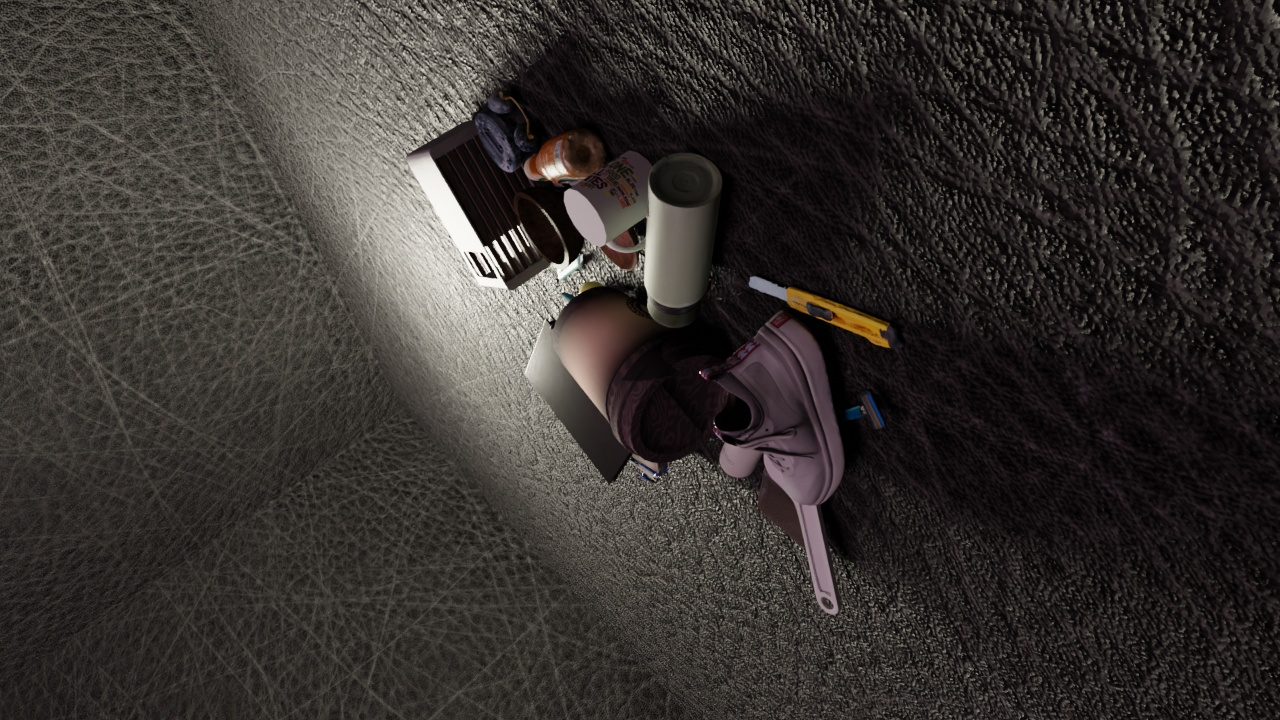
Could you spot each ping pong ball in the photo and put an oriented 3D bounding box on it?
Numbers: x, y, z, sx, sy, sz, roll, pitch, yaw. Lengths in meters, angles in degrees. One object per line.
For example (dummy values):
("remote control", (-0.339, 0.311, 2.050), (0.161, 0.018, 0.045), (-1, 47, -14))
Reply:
("ping pong ball", (-0.071, -0.097, 1.348), (0.040, 0.040, 0.040), (44, 158, 23))

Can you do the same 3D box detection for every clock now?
("clock", (-0.174, -0.305, 1.220), (0.090, 0.052, 0.130), (54, 160, -1))

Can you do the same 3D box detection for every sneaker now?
("sneaker", (0.146, 0.078, 1.016), (0.096, 0.128, 0.263), (52, 164, 53))

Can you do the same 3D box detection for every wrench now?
("wrench", (0.219, 0.221, 1.210), (0.087, 0.018, 0.273), (13, 127, 47))

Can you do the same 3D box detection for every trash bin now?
("trash bin", (-0.226, -0.231, 1.358), (0.115, 0.114, 0.229), (14, 137, 59))

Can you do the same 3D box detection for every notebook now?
("notebook", (-0.089, 0.061, 1.399), (0.231, 0.019, 0.170), (51, 146, 15))

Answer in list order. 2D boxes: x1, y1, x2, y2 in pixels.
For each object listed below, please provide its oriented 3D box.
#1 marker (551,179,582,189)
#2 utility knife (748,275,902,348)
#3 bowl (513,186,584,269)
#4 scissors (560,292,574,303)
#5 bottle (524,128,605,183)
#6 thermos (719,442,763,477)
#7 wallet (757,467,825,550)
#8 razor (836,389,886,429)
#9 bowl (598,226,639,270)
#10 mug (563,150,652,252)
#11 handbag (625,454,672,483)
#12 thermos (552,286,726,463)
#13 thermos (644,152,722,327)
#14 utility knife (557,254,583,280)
("marker", (-0.078, -0.233, 1.183), (0.141, 0.016, 0.016), (14, 136, 59))
("utility knife", (0.181, -0.053, 0.930), (0.207, 0.018, 0.030), (32, 142, 49))
("bowl", (-0.116, -0.192, 1.270), (0.121, 0.056, 0.121), (44, 157, 23))
("scissors", (-0.081, -0.072, 1.440), (0.148, 0.019, 0.132), (53, 160, 3))
("bottle", (-0.102, -0.249, 1.146), (0.059, 0.059, 0.167), (60, 158, -18))
("thermos", (0.143, 0.087, 1.172), (0.052, 0.052, 0.225), (46, 158, 18))
("wallet", (0.206, 0.204, 1.262), (0.099, 0.031, 0.120), (40, 153, 27))
("razor", (0.227, 0.059, 0.998), (0.042, 0.022, 0.144), (66, 165, 4))
("bowl", (-0.033, -0.170, 1.172), (0.114, 0.026, 0.102), (53, 159, 3))
("mug", (-0.023, -0.173, 1.056), (0.073, 0.089, 0.105), (14, 137, 59))
("handbag", (-0.027, 0.099, 1.430), (0.201, 0.093, 0.200), (36, 167, 22))
("thermos", (-0.007, 0.007, 1.221), (0.226, 0.172, 0.173), (42, 158, 43))
("thermos", (0.047, -0.122, 1.019), (0.082, 0.082, 0.232), (44, 157, 22))
("utility knife", (-0.103, -0.142, 1.383), (0.120, 0.015, 0.022), (163, 103, -67))
